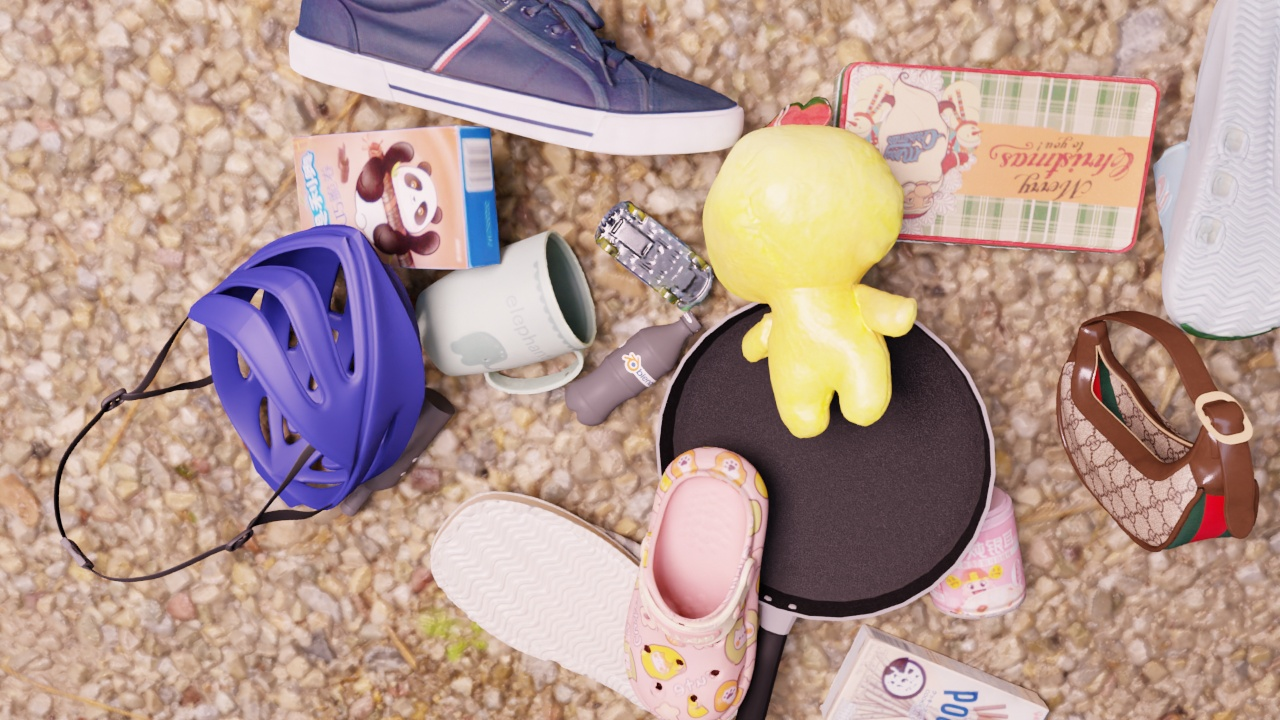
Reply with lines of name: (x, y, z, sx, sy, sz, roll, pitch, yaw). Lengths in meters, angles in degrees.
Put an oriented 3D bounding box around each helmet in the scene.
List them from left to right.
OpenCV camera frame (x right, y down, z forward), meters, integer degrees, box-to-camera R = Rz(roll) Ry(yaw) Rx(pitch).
helmet: (-0.244, 0.031, 0.568, 0.148, 0.227, 0.242, 42, 138, 13)

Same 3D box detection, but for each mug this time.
mug: (-0.087, -0.022, 0.631, 0.104, 0.084, 0.111, -18, 127, 14)

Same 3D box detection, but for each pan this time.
pan: (0.108, 0.128, 0.641, 0.225, 0.034, 0.356, 15, 101, 18)

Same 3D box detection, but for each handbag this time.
handbag: (0.323, 0.041, 0.580, 0.063, 0.166, 0.138, -15, 117, 4)

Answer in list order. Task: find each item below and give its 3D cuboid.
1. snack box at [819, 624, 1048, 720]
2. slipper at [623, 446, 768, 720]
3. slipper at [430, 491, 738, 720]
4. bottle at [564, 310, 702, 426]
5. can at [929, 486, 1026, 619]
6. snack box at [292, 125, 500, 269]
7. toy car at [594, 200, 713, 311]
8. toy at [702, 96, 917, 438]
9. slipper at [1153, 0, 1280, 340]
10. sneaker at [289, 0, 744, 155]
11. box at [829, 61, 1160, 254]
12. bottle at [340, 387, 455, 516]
snack box: (0.224, 0.268, 0.704, 0.150, 0.026, 0.082, 22, 101, -2)
slipper: (0.031, 0.157, 0.611, 0.093, 0.081, 0.197, 9, 96, 17)
slipper: (-0.030, 0.188, 0.683, 0.272, 0.054, 0.114, 34, 99, -14)
bottle: (-0.004, 0.004, 0.650, 0.110, 0.036, 0.036, -38, 98, 9)
can: (0.235, 0.134, 0.655, 0.067, 0.067, 0.076, -13, 102, 4)
snack box: (-0.162, -0.106, 0.601, 0.151, 0.034, 0.087, 5, 103, 31)
toy car: (0.011, -0.073, 0.638, 0.090, 0.027, 0.039, 38, 97, -4)
toy: (0.099, -0.059, 0.563, 0.134, 0.092, 0.207, -17, 89, 39)
slipper: (0.392, -0.131, 0.595, 0.104, 0.074, 0.245, 10, 86, -2)
sneaker: (-0.070, -0.211, 0.575, 0.294, 0.120, 0.127, 16, 114, 1)
box: (0.226, -0.134, 0.609, 0.205, 0.050, 0.118, 5, 103, 0)
bottle: (-0.182, 0.071, 0.673, 0.030, 0.030, 0.113, 40, 100, -6)
